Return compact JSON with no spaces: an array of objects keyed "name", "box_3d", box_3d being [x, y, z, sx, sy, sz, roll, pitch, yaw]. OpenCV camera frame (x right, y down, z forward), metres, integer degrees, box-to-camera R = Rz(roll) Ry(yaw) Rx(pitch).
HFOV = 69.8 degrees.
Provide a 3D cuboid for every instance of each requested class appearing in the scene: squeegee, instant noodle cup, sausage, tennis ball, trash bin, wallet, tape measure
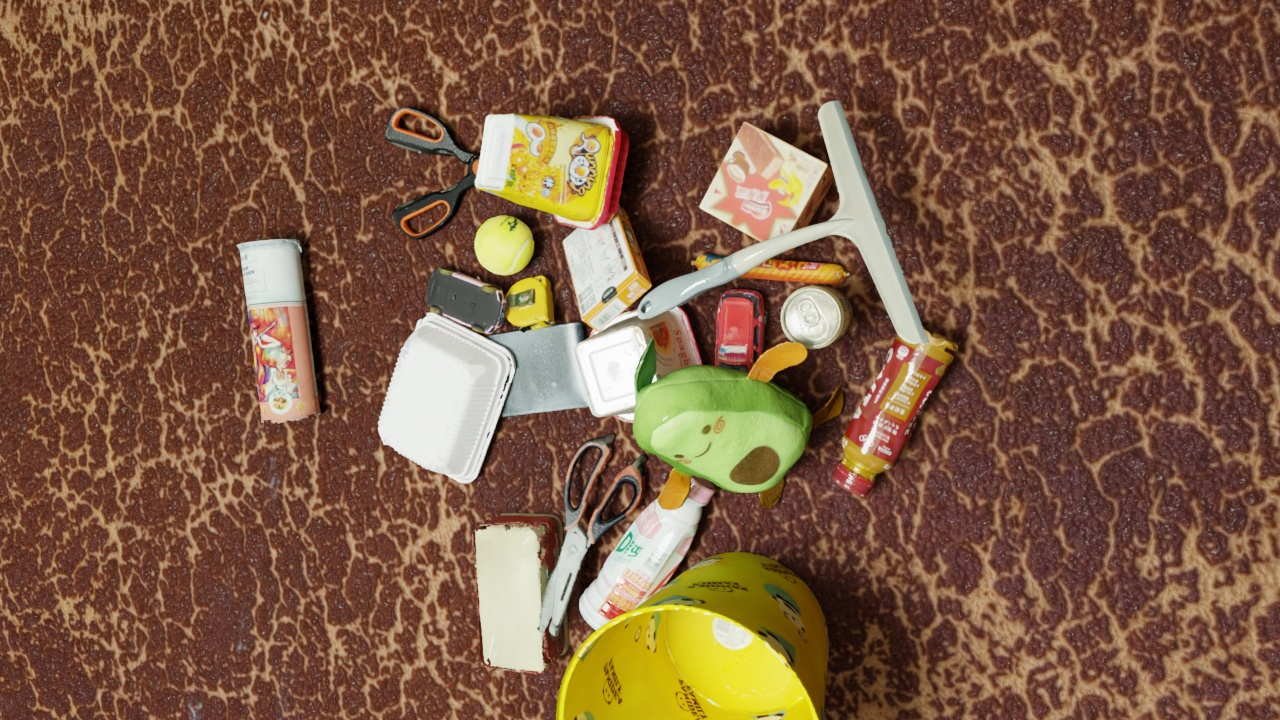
[{"name":"squeegee","box_3d":[0.099,-0.090,0.836,0.247,0.039,0.246,-21,70,20]},{"name":"instant noodle cup","box_3d":[-0.093,-0.200,0.935,0.116,0.123,0.116,23,104,56]},{"name":"sausage","box_3d":[0.132,-0.094,0.942,0.165,0.021,0.021,6,96,17]},{"name":"tennis ball","box_3d":[-0.149,-0.126,1.007,0.065,0.065,0.065,2,95,18]},{"name":"trash bin","box_3d":[0.074,0.304,0.873,0.230,0.254,0.229,2,95,18]},{"name":"wallet","box_3d":[-0.113,0.011,1.034,0.121,0.019,0.097,-7,93,21]},{"name":"instant noodle cup","box_3d":[-0.006,0.006,0.942,0.117,0.124,0.116,-17,89,19]},{"name":"instant noodle cup","box_3d":[-0.231,0.047,1.046,0.138,0.060,0.174,26,107,17]},{"name":"tape measure","box_3d":[-0.124,-0.063,1.015,0.057,0.029,0.060,-14,67,19]}]

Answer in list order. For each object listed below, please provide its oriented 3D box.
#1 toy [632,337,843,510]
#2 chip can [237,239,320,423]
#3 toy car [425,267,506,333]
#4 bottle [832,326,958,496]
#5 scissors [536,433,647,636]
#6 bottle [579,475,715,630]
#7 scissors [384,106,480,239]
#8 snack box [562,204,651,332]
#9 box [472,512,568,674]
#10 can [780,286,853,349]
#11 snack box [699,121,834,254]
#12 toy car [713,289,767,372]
[{"name":"toy","box_3d":[0.088,0.067,0.875,0.227,0.246,0.090,-56,38,23]},{"name":"chip can","box_3d":[-0.433,-0.035,1.105,0.071,0.071,0.215,-5,94,18]},{"name":"toy car","box_3d":[-0.195,-0.068,1.035,0.122,0.037,0.056,23,104,33]},{"name":"bottle","box_3d":[0.245,0.050,0.900,0.057,0.057,0.175,28,103,14]},{"name":"scissors","box_3d":[-0.053,0.193,0.997,0.195,0.015,0.206,-20,75,4]},{"name":"bottle","box_3d":[0.010,0.205,0.987,0.068,0.068,0.197,35,101,12]},{"name":"scissors","box_3d":[-0.199,-0.212,1.043,0.221,0.021,0.225,38,107,6]},{"name":"snack box","box_3d":[-0.037,-0.101,0.941,0.075,0.153,0.026,-39,126,17]},{"name":"box","box_3d":[-0.136,0.261,1.030,0.091,0.079,0.168,-1,95,19]},{"name":"can","box_3d":[0.171,-0.043,0.884,0.058,0.116,0.058,2,95,18]},{"name":"snack box","box_3d":[0.127,-0.168,0.908,0.093,0.077,0.094,31,103,13]},{"name":"toy car","box_3d":[0.101,-0.013,0.949,0.053,0.045,0.120,3,98,19]}]
